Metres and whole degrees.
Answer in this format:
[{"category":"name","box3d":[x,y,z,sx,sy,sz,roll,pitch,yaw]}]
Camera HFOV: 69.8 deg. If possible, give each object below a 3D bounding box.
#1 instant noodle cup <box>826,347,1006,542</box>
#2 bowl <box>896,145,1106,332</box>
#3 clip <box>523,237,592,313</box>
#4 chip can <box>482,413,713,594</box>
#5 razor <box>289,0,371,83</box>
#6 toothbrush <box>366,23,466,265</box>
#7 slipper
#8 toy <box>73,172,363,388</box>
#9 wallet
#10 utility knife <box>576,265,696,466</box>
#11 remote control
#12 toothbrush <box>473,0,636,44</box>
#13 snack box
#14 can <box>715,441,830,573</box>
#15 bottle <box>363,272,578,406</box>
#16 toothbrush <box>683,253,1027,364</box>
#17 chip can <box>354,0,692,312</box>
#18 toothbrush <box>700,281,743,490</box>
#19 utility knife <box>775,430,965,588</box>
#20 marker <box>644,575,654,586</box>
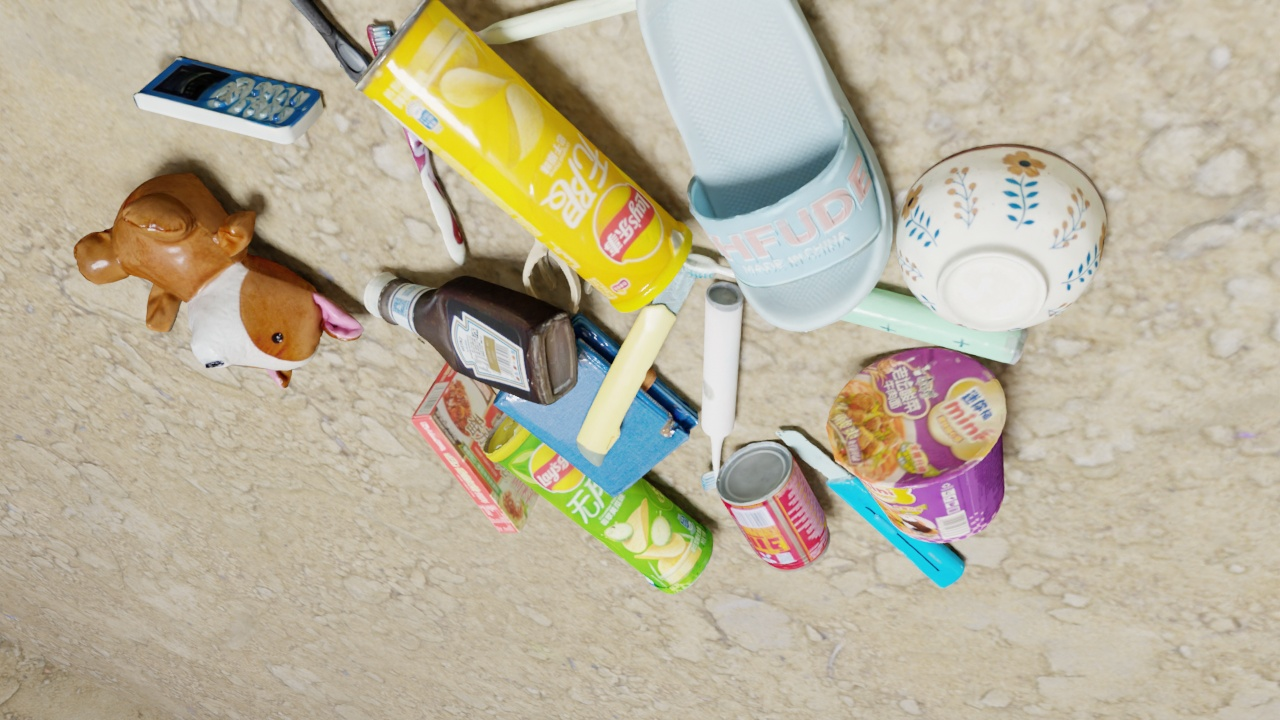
[{"category":"instant noodle cup","box3d":[0.194,0.063,0.617,0.112,0.111,0.099,-4,141,29]},{"category":"bowl","box3d":[0.200,-0.056,0.517,0.113,0.062,0.114,14,139,12]},{"category":"clip","box3d":[-0.073,-0.082,0.647,0.081,0.034,0.104,-5,126,30]},{"category":"chip can","box3d":[-0.031,0.119,0.804,0.221,0.072,0.073,41,137,-17]},{"category":"razor","box3d":[-0.217,-0.232,0.572,0.042,0.022,0.143,-40,120,0]},{"category":"toothbrush","box3d":[-0.148,-0.142,0.635,0.017,0.016,0.188,-1,133,14]},{"category":"slipper","box3d":[0.070,-0.113,0.504,0.104,0.074,0.245,-15,125,23]},{"category":"toy","box3d":[-0.340,-0.055,0.749,0.140,0.130,0.199,-20,132,33]},{"category":"wallet","box3d":[-0.034,0.038,0.725,0.133,0.040,0.107,40,113,-18]},{"category":"utility knife","box3d":[-0.004,0.004,0.671,0.031,0.020,0.195,23,124,-9]},{"category":"remote control","box3d":[-0.285,-0.179,0.638,0.125,0.048,0.024,17,141,11]},{"category":"toothbrush","box3d":[-0.066,-0.195,0.536,0.190,0.020,0.029,-4,99,28]},{"category":"snack box","box3d":[-0.137,0.077,0.811,0.026,0.075,0.153,-7,129,31]},{"category":"can","box3d":[0.109,0.120,0.739,0.067,0.066,0.094,-9,128,33]},{"category":"bottle","box3d":[-0.133,-0.027,0.691,0.195,0.043,0.080,19,130,32]},{"category":"toothbrush","box3d":[0.133,-0.038,0.594,0.224,0.026,0.027,16,156,11]},{"category":"chip can","box3d":[-0.065,-0.119,0.557,0.213,0.071,0.072,39,138,-24]},{"category":"toothbrush","box3d":[0.060,0.031,0.703,0.026,0.026,0.221,-15,137,-12]},{"category":"utility knife","box3d":[0.186,0.117,0.737,0.206,0.018,0.034,40,138,-14]},{"category":"marker","box3d":[-0.010,0.172,0.890,0.017,0.016,0.146,-4,131,29]}]
